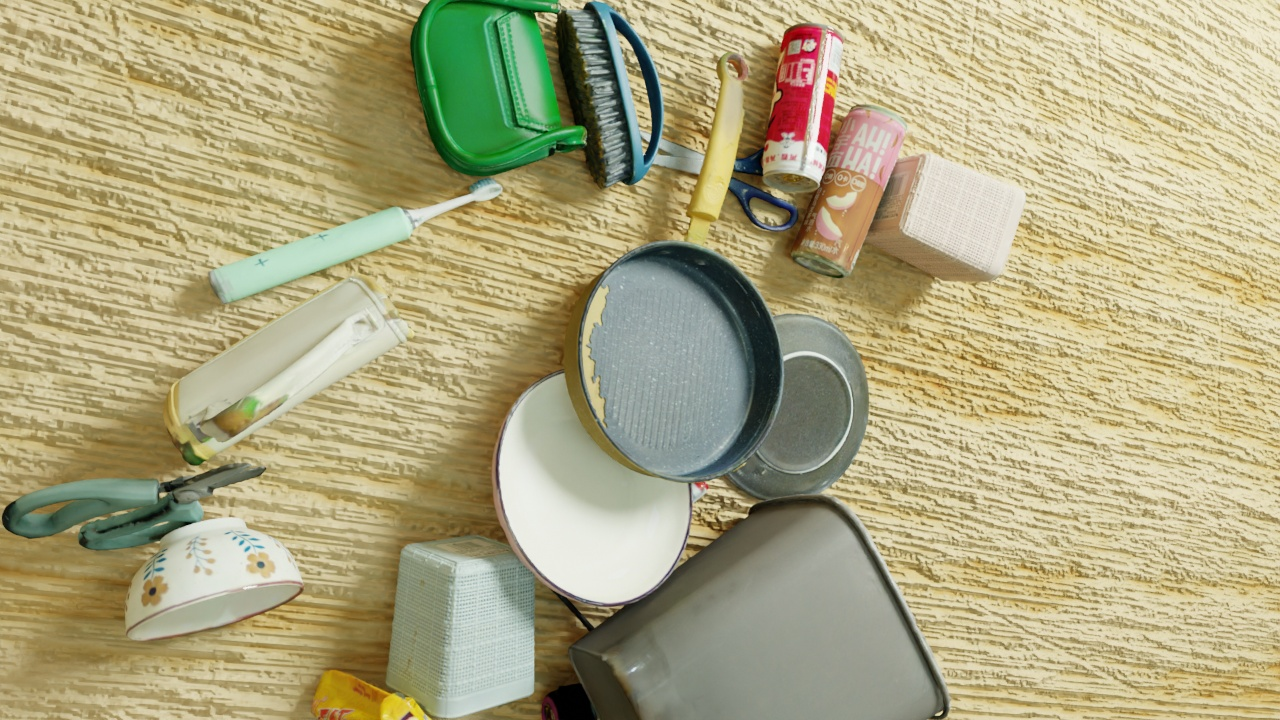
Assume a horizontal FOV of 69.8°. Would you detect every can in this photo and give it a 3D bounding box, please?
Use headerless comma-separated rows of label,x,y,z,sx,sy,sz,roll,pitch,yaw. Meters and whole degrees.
can,0.186,-0.150,0.822,0.058,0.058,0.147,23,88,-23
can,0.139,-0.215,0.786,0.053,0.053,0.132,12,83,-23

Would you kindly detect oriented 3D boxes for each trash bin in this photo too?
trash bin,0.082,0.245,0.730,0.219,0.199,0.198,-27,87,-21

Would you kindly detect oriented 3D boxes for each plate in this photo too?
plate,-0.041,0.102,0.740,0.192,0.039,0.192,16,63,-35
plate,0.143,0.046,0.847,0.179,0.024,0.179,-3,98,-22

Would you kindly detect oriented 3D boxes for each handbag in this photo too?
handbag,-0.232,0.003,0.605,0.163,0.179,0.063,-34,103,-14
handbag,-0.107,-0.208,0.684,0.120,0.068,0.131,-16,101,-13

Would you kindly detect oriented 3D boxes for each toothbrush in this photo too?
toothbrush,-0.030,0.245,0.806,0.018,0.016,0.181,-44,110,-22
toothbrush,-0.206,-0.093,0.684,0.224,0.027,0.026,-24,142,-18

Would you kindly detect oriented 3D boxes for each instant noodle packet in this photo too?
instant noodle packet,-0.189,0.285,0.689,0.044,0.129,0.111,-46,116,-37

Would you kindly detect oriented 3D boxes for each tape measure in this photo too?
tape measure,-0.058,0.306,0.779,0.039,0.058,0.057,-4,56,-25

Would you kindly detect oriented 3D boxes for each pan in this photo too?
pan,0.046,-0.078,0.756,0.197,0.078,0.357,12,76,-29

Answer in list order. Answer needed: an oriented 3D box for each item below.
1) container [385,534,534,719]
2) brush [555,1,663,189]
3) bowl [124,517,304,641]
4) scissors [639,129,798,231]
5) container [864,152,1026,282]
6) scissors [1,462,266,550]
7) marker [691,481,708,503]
container,-0.135,0.199,0.707,0.090,0.090,0.111,2,94,-46
brush,-0.019,-0.212,0.731,0.073,0.055,0.144,-17,102,-18
bowl,-0.301,0.148,0.641,0.113,0.114,0.062,-15,71,-20
scissors,0.075,-0.174,0.799,0.172,0.012,0.132,43,82,-20
container,0.272,-0.132,0.845,0.111,0.090,0.090,18,89,-20
scissors,-0.324,0.088,0.587,0.143,0.180,0.019,29,44,-55
marker,0.002,0.153,0.807,0.145,0.017,0.017,-38,109,-14
